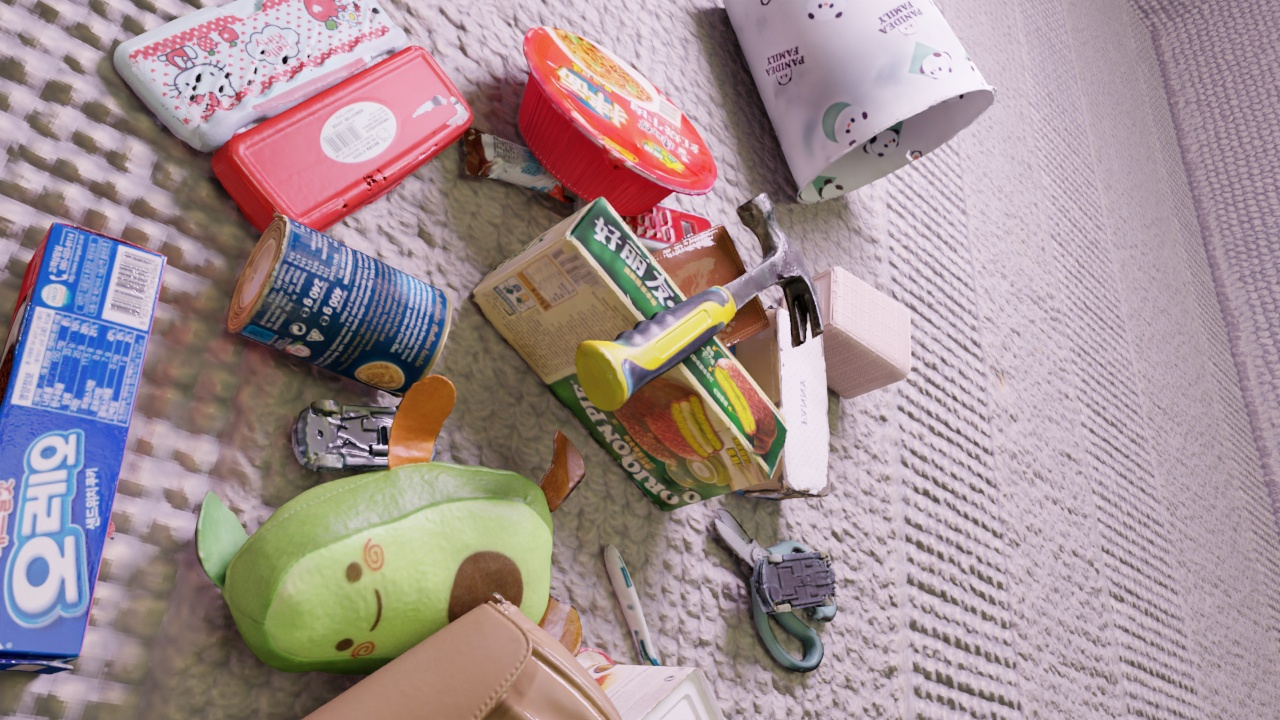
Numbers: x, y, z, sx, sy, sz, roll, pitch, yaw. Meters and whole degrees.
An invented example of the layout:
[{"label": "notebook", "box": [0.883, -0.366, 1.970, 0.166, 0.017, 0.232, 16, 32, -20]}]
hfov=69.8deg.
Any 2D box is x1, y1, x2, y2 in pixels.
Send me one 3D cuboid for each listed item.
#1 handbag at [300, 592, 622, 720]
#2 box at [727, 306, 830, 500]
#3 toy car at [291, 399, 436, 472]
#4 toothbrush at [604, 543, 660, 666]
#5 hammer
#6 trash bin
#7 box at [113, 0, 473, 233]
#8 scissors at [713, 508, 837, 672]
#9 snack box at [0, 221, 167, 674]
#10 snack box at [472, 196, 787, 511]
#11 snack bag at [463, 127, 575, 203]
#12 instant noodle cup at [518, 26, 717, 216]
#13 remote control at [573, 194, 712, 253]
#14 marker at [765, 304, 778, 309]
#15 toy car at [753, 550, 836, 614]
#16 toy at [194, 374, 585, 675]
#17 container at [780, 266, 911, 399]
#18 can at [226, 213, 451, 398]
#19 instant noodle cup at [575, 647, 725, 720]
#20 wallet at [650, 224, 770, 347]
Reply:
[{"label": "handbag", "box": [-0.104, 0.221, 0.451, 0.204, 0.100, 0.147, -32, 78, -12]}, {"label": "box", "box": [0.126, 0.035, 0.836, 0.089, 0.060, 0.184, 20, 63, -46]}, {"label": "toy car", "box": [-0.169, 0.049, 0.564, 0.090, 0.034, 0.043, 6, 71, -42]}, {"label": "toothbrush", "box": [0.011, 0.226, 0.683, 0.018, 0.016, 0.191, -16, 85, -58]}, {"label": "hammer", "box": [0.054, -0.035, 0.659, 0.126, 0.032, 0.322, 60, 35, -2]}, {"label": "trash bin", "box": [0.224, -0.337, 1.004, 0.229, 0.230, 0.252, -16, 79, -48]}, {"label": "box", "box": [-0.217, -0.180, 0.614, 0.158, 0.038, 0.200, 53, 45, -14]}, {"label": "scissors", "box": [0.110, 0.198, 0.793, 0.180, 0.019, 0.139, 42, 48, -26]}, {"label": "snack box", "box": [-0.280, 0.039, 0.438, 0.057, 0.058, 0.207, 19, 60, -39]}, {"label": "snack box", "box": [-0.004, 0.004, 0.690, 0.240, 0.115, 0.063, 49, 42, -18]}, {"label": "snack bag", "box": [-0.095, -0.155, 0.734, 0.105, 0.026, 0.045, 11, 66, -42]}, {"label": "instant noodle cup", "box": [-0.029, -0.187, 0.758, 0.193, 0.066, 0.193, 29, 34, -22]}, {"label": "remote control", "box": [0.006, -0.115, 0.797, 0.135, 0.020, 0.055, 11, 54, -26]}, {"label": "marker", "box": [0.103, -0.022, 0.885, 0.022, 0.018, 0.130, 43, 42, 10]}, {"label": "toy car", "box": [0.129, 0.188, 0.779, 0.105, 0.031, 0.049, 8, 66, -45]}, {"label": "toy", "box": [-0.122, 0.120, 0.533, 0.246, 0.090, 0.227, 0, 94, -42]}, {"label": "container", "box": [0.206, -0.030, 0.941, 0.111, 0.090, 0.089, 29, 54, -30]}, {"label": "can", "box": [-0.182, -0.031, 0.556, 0.111, 0.076, 0.075, 26, 55, -35]}, {"label": "instant noodle cup", "box": [-0.012, 0.246, 0.569, 0.116, 0.124, 0.116, -25, 91, -48]}, {"label": "wallet", "box": [0.042, -0.051, 0.768, 0.124, 0.032, 0.101, -27, 92, -32]}]
